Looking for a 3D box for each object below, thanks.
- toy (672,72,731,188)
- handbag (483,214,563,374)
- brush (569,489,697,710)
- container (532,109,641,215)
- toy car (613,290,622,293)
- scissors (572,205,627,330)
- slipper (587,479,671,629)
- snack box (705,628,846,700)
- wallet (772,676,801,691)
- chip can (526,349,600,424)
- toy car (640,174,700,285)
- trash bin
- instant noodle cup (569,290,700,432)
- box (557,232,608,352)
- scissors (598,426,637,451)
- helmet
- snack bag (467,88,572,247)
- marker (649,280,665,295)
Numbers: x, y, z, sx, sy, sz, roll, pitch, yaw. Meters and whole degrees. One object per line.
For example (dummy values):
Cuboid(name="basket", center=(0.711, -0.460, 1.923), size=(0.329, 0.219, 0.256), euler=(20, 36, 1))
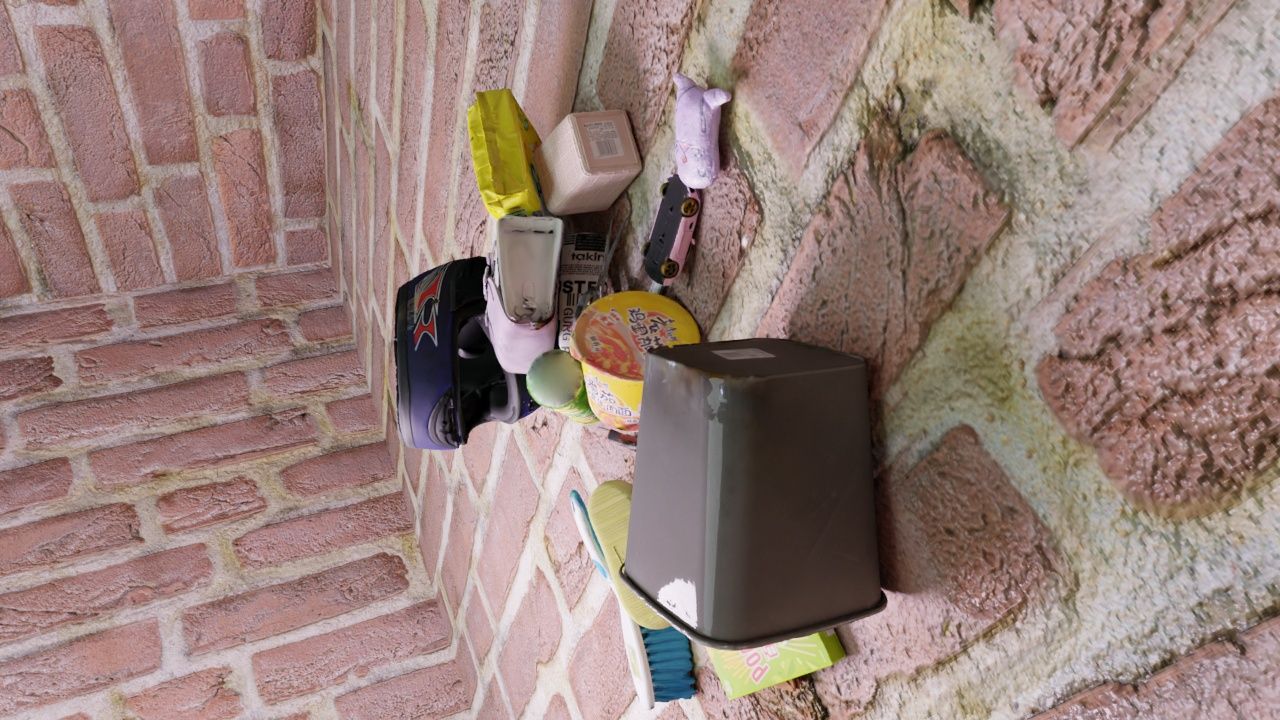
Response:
Cuboid(name="toy", center=(0.058, -0.219, 0.897), size=(0.084, 0.038, 0.108), euler=(37, 133, 46))
Cuboid(name="handbag", center=(-0.149, -0.078, 1.162), size=(0.197, 0.098, 0.144), euler=(117, 148, -70))
Cuboid(name="brush", center=(-0.010, 0.311, 1.207), size=(0.061, 0.109, 0.314), euler=(171, 87, -68))
Cuboid(name="container", center=(-0.061, -0.237, 1.088), size=(0.111, 0.090, 0.090), euler=(-29, 74, 61))
Cuboid(name="toy car", center=(-0.026, -0.039, 1.161), size=(0.048, 0.032, 0.105), euler=(-97, 14, -50))
Cuboid(name="scissors", center=(-0.044, -0.094, 1.086), size=(0.014, 0.180, 0.160), euler=(16, 141, 13))
Cuboid(name="slipper", center=(0.006, 0.230, 1.125), size=(0.092, 0.081, 0.190), euler=(-27, 88, 25))
Cuboid(name="snack box", center=(0.129, 0.286, 0.936), size=(0.157, 0.026, 0.085), euler=(-39, 69, 42))
Cuboid(name="wallet", center=(0.129, 0.286, 0.995), size=(0.108, 0.031, 0.131), euler=(-27, 79, 66))
Cuboid(name="chip can", center=(-0.087, 0.037, 1.171), size=(0.221, 0.072, 0.072), euler=(52, -160, -78))
Cuboid(name="toy car", center=(0.036, -0.139, 0.987), size=(0.056, 0.037, 0.123), euler=(46, 129, 44))
Cuboid(name="trash bin", center=(0.095, 0.101, 0.803), size=(0.199, 0.198, 0.220), euler=(18, 111, 61))
Cuboid(name="instant noodle cup", center=(-0.006, 0.006, 1.039), size=(0.110, 0.138, 0.138), euler=(94, 152, -48))
Cuboid(name="box", center=(-0.076, -0.080, 1.184), size=(0.081, 0.075, 0.163), euler=(75, -166, -85))
Cuboid(name="scissors", center=(-0.003, 0.103, 1.123), size=(0.222, 0.189, 0.015), euler=(19, 85, 34))
Cuboid(name="helmet", center=(-0.232, -0.011, 1.353), size=(0.315, 0.240, 0.248), euler=(-103, 11, -50))
Cuboid(name="snack bag", center=(-0.152, -0.226, 1.189), size=(0.246, 0.068, 0.158), euler=(53, -157, -69))
Cuboid(name="marker", center=(0.012, -0.064, 1.096), size=(0.017, 0.016, 0.146), euler=(63, 152, 29))
